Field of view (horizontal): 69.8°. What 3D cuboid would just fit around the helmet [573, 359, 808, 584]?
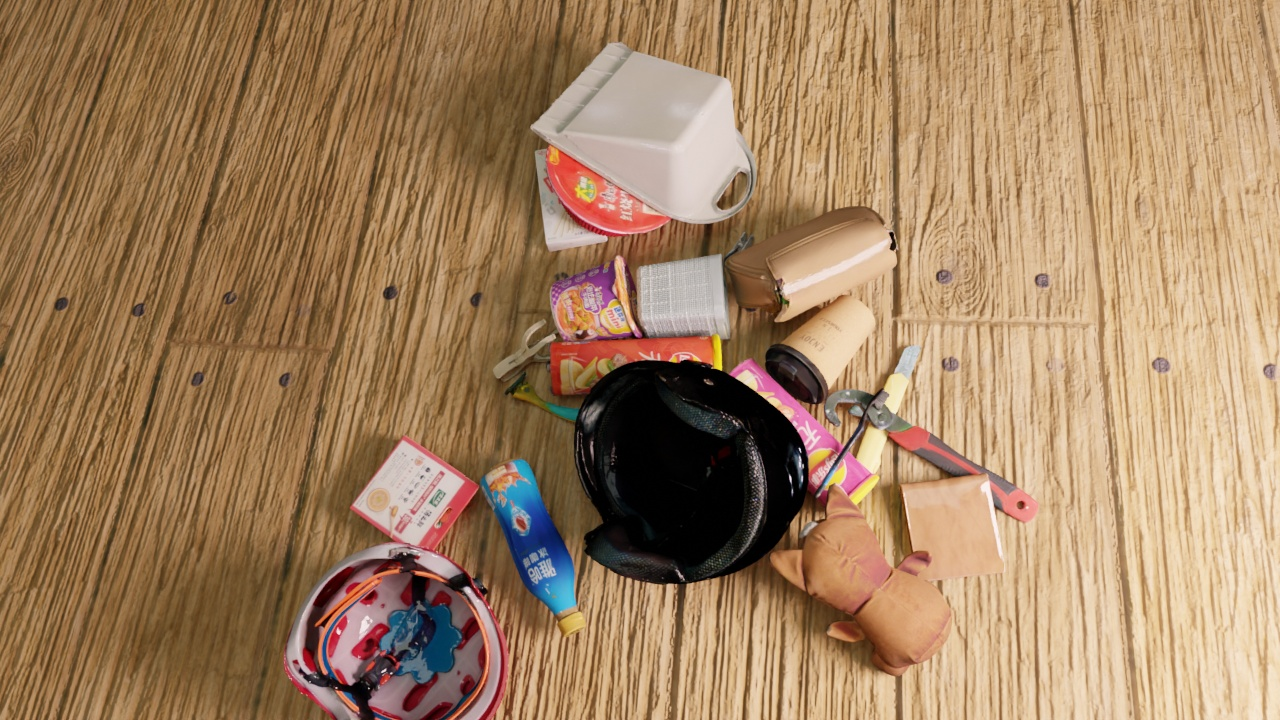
[{"bbox_3d":[0.054,0.120,1.031,0.275,0.229,0.234,34,107,41],"label":"helmet"}]

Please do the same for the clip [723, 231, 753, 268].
[{"bbox_3d":[0.132,-0.148,1.231,0.038,0.026,0.058,28,74,24],"label":"clip"}]

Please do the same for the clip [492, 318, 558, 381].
[{"bbox_3d":[-0.146,-0.016,1.193,0.103,0.092,0.035,-25,68,-15],"label":"clip"}]

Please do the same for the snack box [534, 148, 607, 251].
[{"bbox_3d":[-0.099,-0.232,1.292,0.085,0.027,0.156,-10,69,3],"label":"snack box"}]

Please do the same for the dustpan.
[{"bbox_3d":[0.027,-0.296,1.251,0.258,0.143,0.222,18,55,24],"label":"dustpan"}]

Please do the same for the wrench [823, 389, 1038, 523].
[{"bbox_3d":[0.347,0.110,1.098,0.273,0.016,0.056,29,79,11],"label":"wrench"}]

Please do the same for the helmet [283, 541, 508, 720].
[{"bbox_3d":[-0.258,0.319,1.038,0.240,0.144,0.206,37,81,3],"label":"helmet"}]

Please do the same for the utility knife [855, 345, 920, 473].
[{"bbox_3d":[0.304,0.063,1.129,0.031,0.020,0.196,23,80,9],"label":"utility knife"}]

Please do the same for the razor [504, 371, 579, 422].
[{"bbox_3d":[-0.108,0.056,1.180,0.132,0.028,0.043,21,35,15],"label":"razor"}]

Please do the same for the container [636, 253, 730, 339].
[{"bbox_3d":[0.055,-0.077,1.179,0.111,0.090,0.090,-4,68,8],"label":"container"}]

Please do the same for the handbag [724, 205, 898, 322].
[{"bbox_3d":[0.217,-0.119,1.150,0.204,0.147,0.100,-24,111,-6],"label":"handbag"}]

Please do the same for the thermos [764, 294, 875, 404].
[{"bbox_3d":[0.223,-0.014,1.134,0.093,0.093,0.143,40,69,19],"label":"thermos"}]

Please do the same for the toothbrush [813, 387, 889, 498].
[{"bbox_3d":[0.246,0.094,1.062,0.016,0.014,0.189,42,55,0],"label":"toothbrush"}]

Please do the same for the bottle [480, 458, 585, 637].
[{"bbox_3d":[-0.123,0.223,1.096,0.065,0.065,0.218,-27,68,-4],"label":"bottle"}]

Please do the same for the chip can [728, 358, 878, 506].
[{"bbox_3d":[0.185,0.092,1.105,0.071,0.071,0.210,-41,69,-9],"label":"chip can"}]

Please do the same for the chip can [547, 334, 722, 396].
[{"bbox_3d":[-0.007,0.007,1.157,0.216,0.073,0.073,-3,68,3],"label":"chip can"}]

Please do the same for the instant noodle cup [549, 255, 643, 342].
[{"bbox_3d":[-0.058,-0.072,1.186,0.099,0.111,0.111,-13,67,11],"label":"instant noodle cup"}]

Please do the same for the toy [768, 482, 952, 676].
[{"bbox_3d":[0.247,0.245,1.017,0.199,0.131,0.140,40,76,-2],"label":"toy"}]

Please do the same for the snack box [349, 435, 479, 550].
[{"bbox_3d":[-0.275,0.175,1.146,0.127,0.044,0.113,30,75,18],"label":"snack box"}]

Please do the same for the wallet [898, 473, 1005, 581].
[{"bbox_3d":[0.360,0.193,1.062,0.101,0.020,0.115,-8,80,8],"label":"wallet"}]

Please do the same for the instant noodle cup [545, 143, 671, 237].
[{"bbox_3d":[-0.039,-0.238,1.242,0.193,0.066,0.193,8,62,-15],"label":"instant noodle cup"}]
